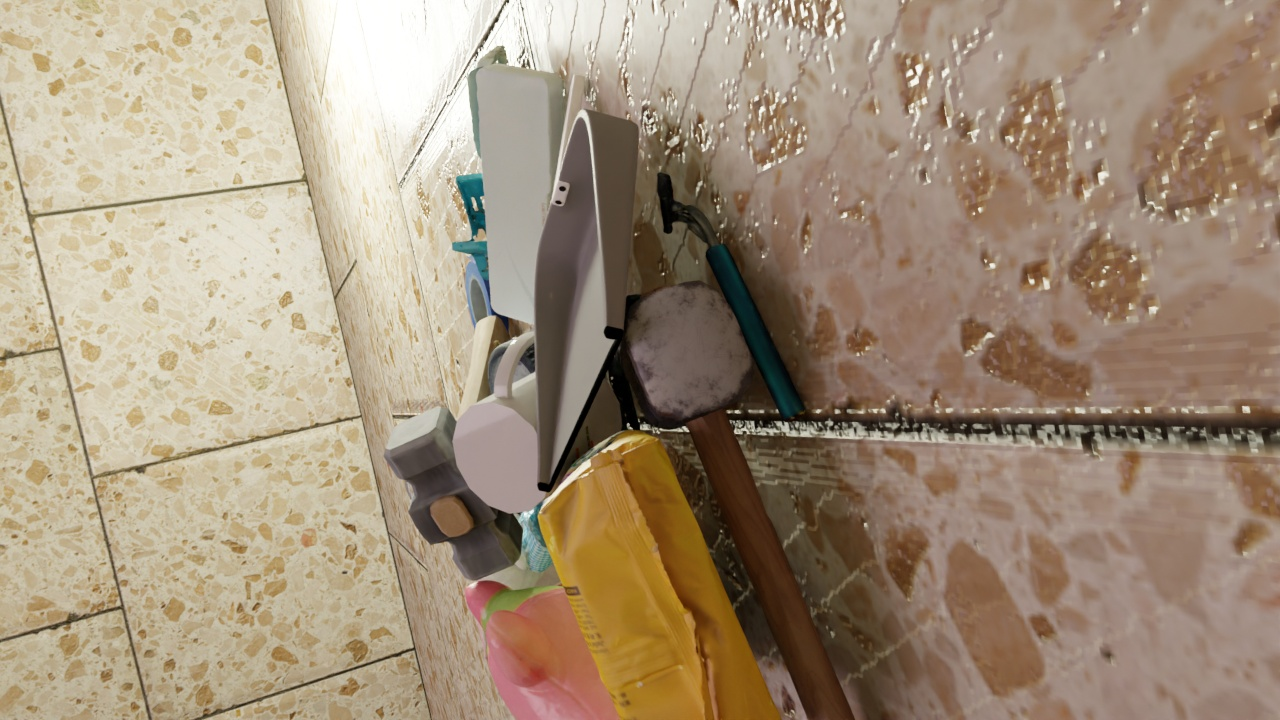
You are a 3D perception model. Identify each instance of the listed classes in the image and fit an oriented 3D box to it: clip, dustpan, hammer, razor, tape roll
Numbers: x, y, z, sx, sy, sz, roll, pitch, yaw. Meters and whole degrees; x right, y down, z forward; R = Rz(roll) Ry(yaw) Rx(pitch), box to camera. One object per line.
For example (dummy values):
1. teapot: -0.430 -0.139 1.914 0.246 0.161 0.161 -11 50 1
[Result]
1. clip: -0.132 -0.090 0.776 0.127 0.028 0.113 34 -121 -85
2. dustpan: -0.037 -0.075 0.532 0.164 0.033 0.257 117 161 -53
3. hammer: -0.134 0.039 0.753 0.322 0.051 0.117 -98 -17 -65
4. razor: 0.046 -0.033 0.465 0.144 0.022 0.042 62 176 21
5. tape roll: -0.158 -0.058 0.938 0.091 0.016 0.093 -132 36 -49
6. hammer: 0.068 0.117 0.442 0.098 0.052 0.328 107 141 -83

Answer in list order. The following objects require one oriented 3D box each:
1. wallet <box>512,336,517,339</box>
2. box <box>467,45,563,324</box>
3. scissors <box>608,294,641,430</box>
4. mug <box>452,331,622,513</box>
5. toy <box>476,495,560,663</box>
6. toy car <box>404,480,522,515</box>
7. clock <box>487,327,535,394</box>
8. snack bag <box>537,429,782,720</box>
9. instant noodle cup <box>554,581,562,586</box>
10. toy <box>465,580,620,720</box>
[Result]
1. wallet: -0.086 0.029 0.803 0.120 0.031 0.099 -166 69 -66
2. box: -0.092 -0.134 0.717 0.125 0.075 0.198 -104 14 -58
3. scissors: -0.004 0.003 0.598 0.204 0.015 0.201 157 99 -74
4. mug: -0.068 0.034 0.605 0.074 0.089 0.105 3 108 29
5. toy: -0.107 0.164 0.798 0.106 0.130 0.206 32 132 10
6. toy car: -0.148 0.118 0.873 0.054 0.153 0.056 -70 -25 -55
7. clock: -0.065 0.021 0.694 0.130 0.052 0.090 12 118 47
8. snack bag: 0.003 0.118 0.480 0.247 0.068 0.159 114 134 -85
9. instant noodle cup: -0.041 0.247 0.741 0.108 0.098 0.099 48 145 37
10. toy: -0.029 0.217 0.589 0.097 0.192 0.237 -54 34 0
